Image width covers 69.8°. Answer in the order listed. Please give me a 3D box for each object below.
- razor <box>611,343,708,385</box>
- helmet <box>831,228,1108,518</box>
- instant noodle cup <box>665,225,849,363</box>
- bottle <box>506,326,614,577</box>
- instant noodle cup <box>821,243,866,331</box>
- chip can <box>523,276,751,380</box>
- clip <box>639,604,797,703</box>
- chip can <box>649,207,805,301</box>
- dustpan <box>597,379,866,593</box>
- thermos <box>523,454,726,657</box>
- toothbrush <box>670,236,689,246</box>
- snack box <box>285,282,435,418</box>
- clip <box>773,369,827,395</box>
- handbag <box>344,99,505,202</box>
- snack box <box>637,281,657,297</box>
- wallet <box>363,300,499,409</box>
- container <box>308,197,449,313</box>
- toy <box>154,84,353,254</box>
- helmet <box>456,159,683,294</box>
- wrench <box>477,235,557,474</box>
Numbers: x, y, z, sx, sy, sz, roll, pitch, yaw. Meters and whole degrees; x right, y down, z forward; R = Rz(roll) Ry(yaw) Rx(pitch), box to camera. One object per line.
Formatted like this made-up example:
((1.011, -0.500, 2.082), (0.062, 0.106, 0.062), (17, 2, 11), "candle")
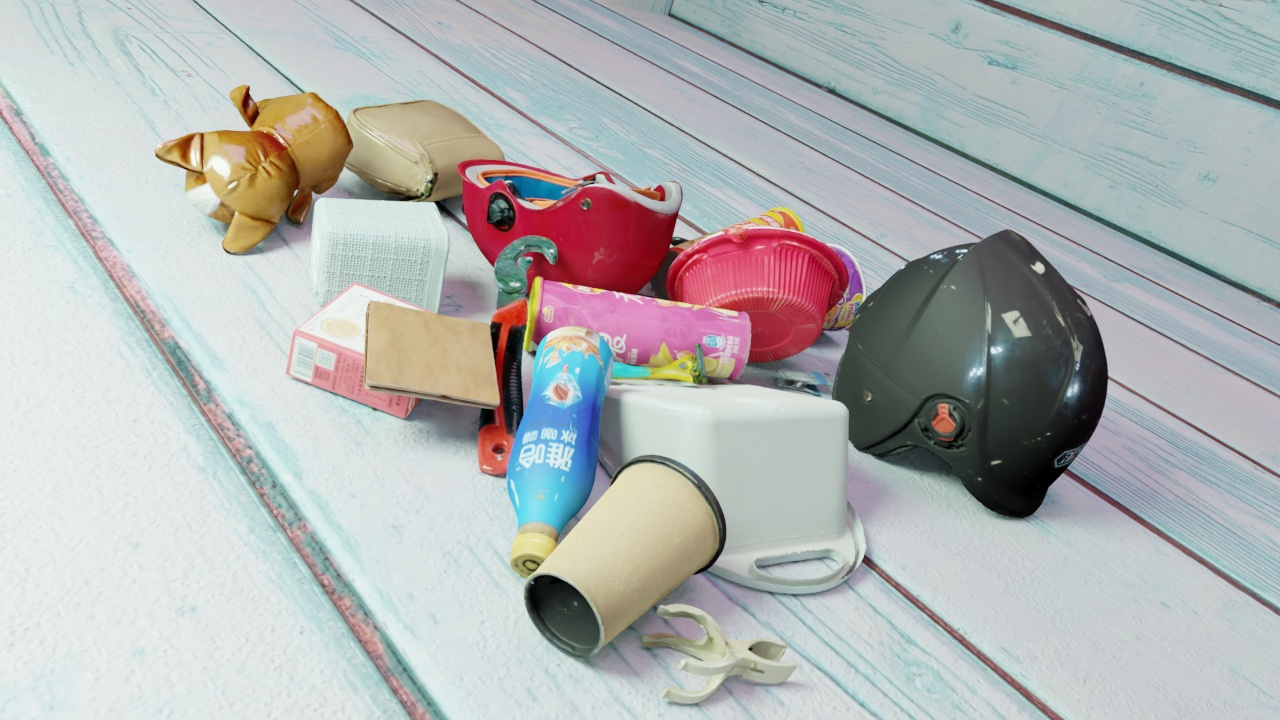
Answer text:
((-0.005, 0.005, 0.840), (0.132, 0.028, 0.043), (2, 50, -7), "razor")
((0.343, 0.010, 0.916), (0.232, 0.231, 0.274), (-10, 59, -41), "helmet")
((0.122, -0.056, 0.962), (0.193, 0.194, 0.065), (12, 58, -16), "instant noodle cup")
((-0.063, 0.064, 0.682), (0.065, 0.065, 0.218), (16, 42, -7), "bottle")
((0.200, -0.079, 1.108), (0.099, 0.112, 0.111), (-17, 44, -37), "instant noodle cup")
((-0.003, -0.030, 0.885), (0.210, 0.071, 0.071), (8, 28, -10), "chip can")
((0.050, 0.193, 0.570), (0.103, 0.035, 0.092), (25, 22, -6), "clip")
((0.107, -0.124, 1.093), (0.073, 0.073, 0.216), (36, 43, 29), "chip can")
((0.067, 0.096, 0.789), (0.222, 0.142, 0.258), (1, 3, -33), "dustpan")
((-0.008, 0.127, 0.602), (0.093, 0.093, 0.142), (30, 37, 20), "thermos")
((-0.020, -0.166, 1.155), (0.189, 0.014, 0.016), (11, 28, -16), "toothbrush")
((-0.205, -0.007, 0.758), (0.127, 0.044, 0.113), (21, 26, 0), "snack box")
((0.171, 0.023, 0.988), (0.058, 0.039, 0.026), (10, 30, -21), "clip")
((-0.268, -0.251, 1.126), (0.148, 0.100, 0.204), (35, 29, 12), "handbag")
((-0.016, -0.127, 1.132), (0.084, 0.027, 0.156), (8, 29, -22), "snack box")
((-0.163, -0.005, 0.713), (0.101, 0.020, 0.115), (11, 31, -21), "wallet")
((-0.247, -0.099, 0.859), (0.111, 0.090, 0.090), (2, 31, -26), "container")
((-0.383, -0.194, 0.917), (0.140, 0.131, 0.199), (52, 31, -22), "toy")
((-0.083, -0.133, 0.977), (0.240, 0.144, 0.206), (14, 18, 22), "helmet")
((-0.109, -0.016, 0.783), (0.056, 0.016, 0.272), (4, 48, -1), "wrench")
